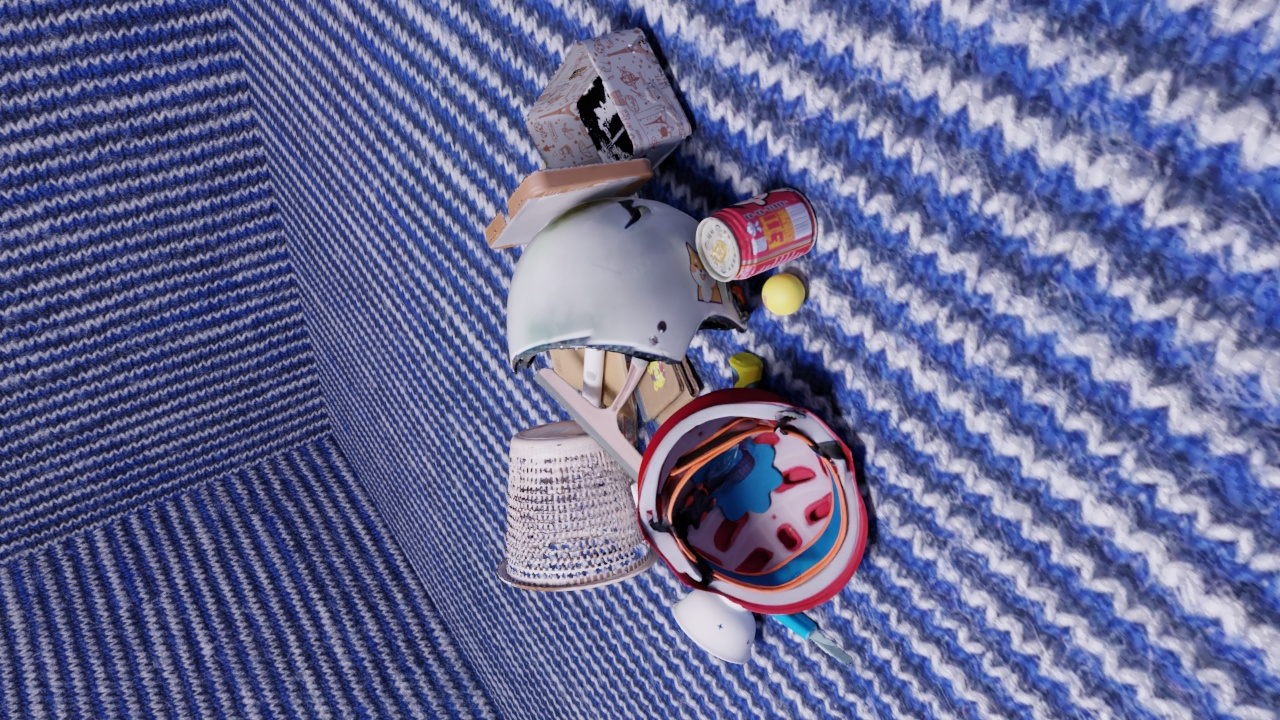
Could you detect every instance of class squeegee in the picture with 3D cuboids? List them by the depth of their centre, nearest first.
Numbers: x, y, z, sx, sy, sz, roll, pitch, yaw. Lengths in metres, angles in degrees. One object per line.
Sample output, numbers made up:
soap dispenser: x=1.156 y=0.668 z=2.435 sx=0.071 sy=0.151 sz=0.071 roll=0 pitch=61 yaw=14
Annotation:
squeegee: x=-0.007 y=0.007 z=1.125 sx=0.247 sy=0.040 sz=0.250 roll=44 pitch=130 yaw=23

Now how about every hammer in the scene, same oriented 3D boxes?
hammer: x=0.129 y=0.139 z=1.055 sx=0.126 sy=0.031 sz=0.324 roll=28 pitch=134 yaw=49

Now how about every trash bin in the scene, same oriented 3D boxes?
trash bin: x=-0.094 y=0.188 z=1.261 sx=0.228 sy=0.227 sz=0.192 roll=5 pitch=102 yaw=60

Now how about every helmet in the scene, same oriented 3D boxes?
helmet: x=-0.017 y=-0.083 z=0.914 sx=0.231 sy=0.273 sz=0.157 roll=-3 pitch=101 yaw=33
helmet: x=0.107 y=0.130 z=0.933 sx=0.240 sy=0.207 sz=0.144 roll=47 pitch=-176 yaw=-18

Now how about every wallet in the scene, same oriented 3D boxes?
wallet: x=0.029 y=0.030 z=1.144 sx=0.090 sy=0.033 sz=0.116 roll=68 pitch=151 yaw=17

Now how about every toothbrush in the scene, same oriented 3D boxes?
toothbrush: x=-0.060 y=-0.002 z=1.205 sx=0.221 sy=0.027 sz=0.026 roll=97 pitch=175 yaw=-45

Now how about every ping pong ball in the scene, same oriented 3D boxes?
ping pong ball: x=0.136 y=-0.063 z=0.875 sx=0.040 sy=0.040 sz=0.040 roll=41 pitch=144 yaw=40

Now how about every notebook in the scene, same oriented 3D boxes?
notebook: x=-0.079 y=-0.014 z=1.269 sx=0.212 sy=0.012 sz=0.150 roll=25 pitch=133 yaw=51

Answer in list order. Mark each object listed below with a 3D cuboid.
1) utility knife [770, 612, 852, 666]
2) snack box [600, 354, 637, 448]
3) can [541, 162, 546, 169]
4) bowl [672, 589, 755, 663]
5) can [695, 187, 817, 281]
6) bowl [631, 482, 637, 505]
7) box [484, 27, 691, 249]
utility knife: x=0.177 y=0.306 z=1.099 sx=0.204 sy=0.034 sz=0.018 roll=28 pitch=122 yaw=48
snack box: x=-0.035 y=0.047 z=1.282 sx=0.077 sy=0.027 sz=0.156 roll=40 pitch=142 yaw=42
can: x=-0.074 y=-0.205 z=1.105 sx=0.083 sy=0.057 sz=0.102 roll=-4 pitch=96 yaw=65
bowl: x=0.108 y=0.326 z=1.186 sx=0.118 sy=0.118 sz=0.065 roll=41 pitch=105 yaw=40
can: x=0.105 y=-0.114 z=0.834 sx=0.066 sy=0.093 sz=0.067 roll=41 pitch=143 yaw=40
bowl: x=0.027 y=0.180 z=1.192 sx=0.116 sy=0.066 sz=0.116 roll=163 pitch=91 yaw=-84
box: x=-0.080 y=-0.215 z=0.950 sx=0.157 sy=0.193 sz=0.184 roll=64 pitch=150 yaw=3
